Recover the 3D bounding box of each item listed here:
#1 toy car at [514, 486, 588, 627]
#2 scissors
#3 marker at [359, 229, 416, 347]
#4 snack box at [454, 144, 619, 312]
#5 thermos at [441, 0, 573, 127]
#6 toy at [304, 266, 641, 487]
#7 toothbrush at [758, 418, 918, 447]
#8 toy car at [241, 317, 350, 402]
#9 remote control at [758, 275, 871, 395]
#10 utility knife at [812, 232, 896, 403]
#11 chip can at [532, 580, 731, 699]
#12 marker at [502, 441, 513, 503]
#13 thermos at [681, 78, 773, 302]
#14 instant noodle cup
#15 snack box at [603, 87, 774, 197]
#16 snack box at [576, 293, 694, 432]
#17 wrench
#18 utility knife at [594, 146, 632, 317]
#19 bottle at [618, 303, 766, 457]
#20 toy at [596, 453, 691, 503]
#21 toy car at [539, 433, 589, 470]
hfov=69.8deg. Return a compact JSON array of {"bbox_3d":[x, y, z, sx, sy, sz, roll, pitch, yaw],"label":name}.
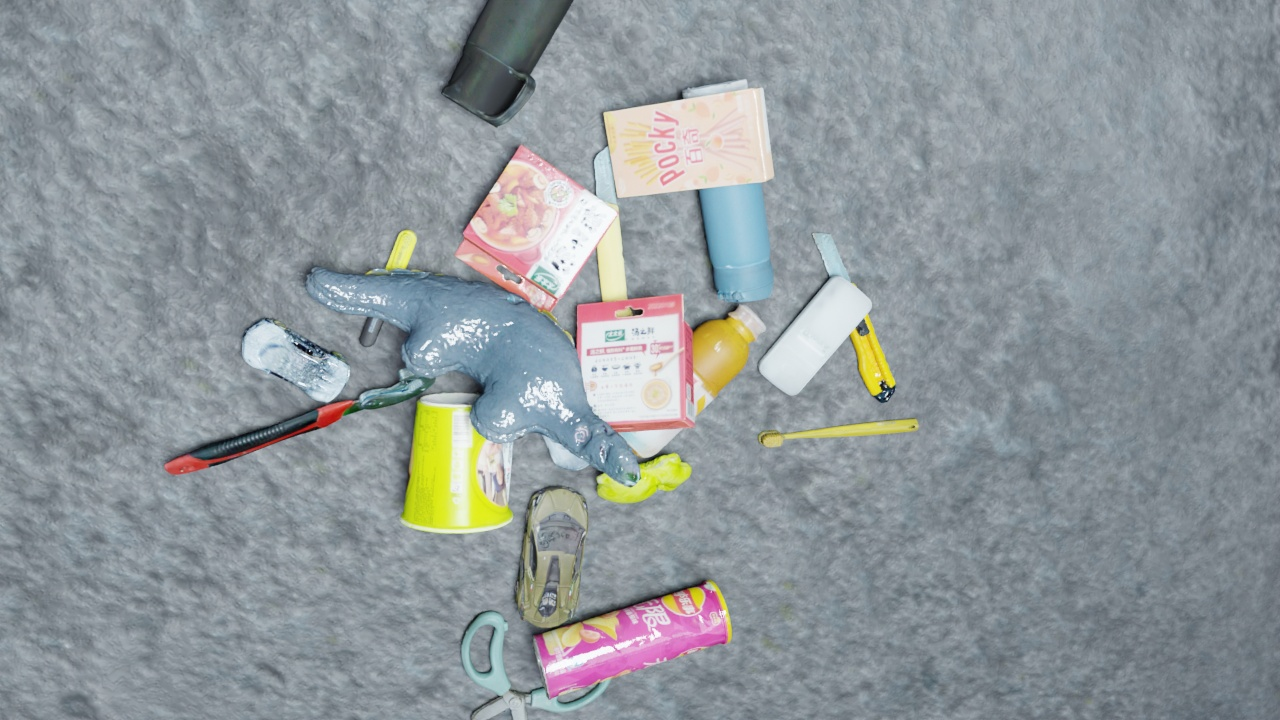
[{"bbox_3d":[-0.095,0.213,0.991,0.070,0.042,0.158,4,102,-14],"label":"toy car"},{"bbox_3d":[-0.123,0.344,1.032,0.171,0.019,0.170,-22,110,-5],"label":"scissors"},{"bbox_3d":[-0.247,-0.069,0.893,0.018,0.015,0.124,23,101,-12],"label":"marker"},{"bbox_3d":[-0.102,-0.122,0.887,0.113,0.044,0.127,33,96,-10],"label":"snack box"},{"bbox_3d":[-0.086,-0.325,0.822,0.242,0.090,0.068,-60,150,8],"label":"thermos"},{"bbox_3d":[-0.137,-0.004,0.868,0.356,0.137,0.092,34,131,3],"label":"toy"},{"bbox_3d":[0.225,0.082,1.035,0.190,0.016,0.016,-4,106,-11],"label":"toothbrush"},{"bbox_3d":[-0.333,0.001,0.885,0.105,0.031,0.049,31,96,-17],"label":"toy car"},{"bbox_3d":[0.187,-0.026,0.988,0.056,0.020,0.136,37,101,-12],"label":"remote control"},{"bbox_3d":[0.234,-0.045,1.003,0.033,0.015,0.216,-29,108,-6],"label":"utility knife"},{"bbox_3d":[-0.009,0.306,1.007,0.210,0.071,0.071,-14,107,-14],"label":"chip can"},{"bbox_3d":[-0.142,0.101,0.961,0.017,0.017,0.145,4,104,-13],"label":"marker"},{"bbox_3d":[0.091,-0.165,0.916,0.070,0.070,0.220,-14,108,-8],"label":"thermos"},{"bbox_3d":[-0.181,0.096,0.911,0.111,0.112,0.123,1,96,-13],"label":"instant noodle cup"},{"bbox_3d":[0.044,-0.203,0.866,0.157,0.026,0.084,-1,109,28],"label":"snack box"},{"bbox_3d":[-0.005,0.005,0.912,0.113,0.044,0.127,-4,75,17],"label":"snack box"},{"bbox_3d":[-0.329,0.061,0.898,0.273,0.056,0.016,-20,70,-2],"label":"wrench"},{"bbox_3d":[-0.028,-0.111,0.927,0.031,0.021,0.205,-10,113,-14],"label":"utility knife"},{"bbox_3d":[0.050,0.018,0.953,0.189,0.068,0.068,-44,109,2],"label":"bottle"},{"bbox_3d":[0.002,0.128,0.982,0.100,0.031,0.096,-27,145,15],"label":"toy"},{"bbox_3d":[-0.082,0.061,0.954,0.054,0.037,0.121,-25,112,-5],"label":"toy car"}]
